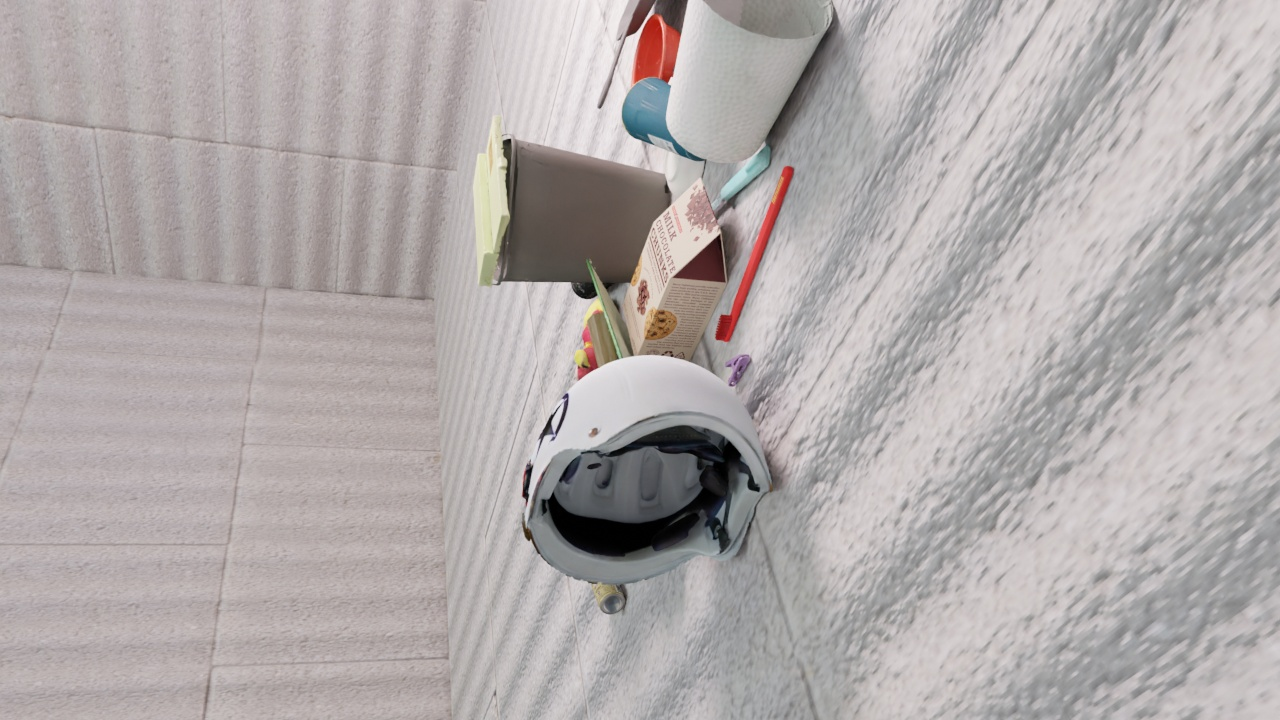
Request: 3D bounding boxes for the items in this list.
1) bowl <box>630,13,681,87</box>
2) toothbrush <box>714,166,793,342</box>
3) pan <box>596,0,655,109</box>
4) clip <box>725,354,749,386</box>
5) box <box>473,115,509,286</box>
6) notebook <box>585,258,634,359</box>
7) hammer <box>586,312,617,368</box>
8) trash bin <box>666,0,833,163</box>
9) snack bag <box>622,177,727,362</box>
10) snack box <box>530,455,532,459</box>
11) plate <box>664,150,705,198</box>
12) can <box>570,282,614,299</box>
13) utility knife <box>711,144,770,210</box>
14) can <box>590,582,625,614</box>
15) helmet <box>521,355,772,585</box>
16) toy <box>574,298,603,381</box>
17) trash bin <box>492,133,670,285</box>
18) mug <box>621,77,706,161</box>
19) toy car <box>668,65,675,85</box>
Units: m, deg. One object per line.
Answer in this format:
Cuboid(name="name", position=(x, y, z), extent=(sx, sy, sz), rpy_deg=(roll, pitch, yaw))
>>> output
Cuboid(name="bowl", position=(0.029, -0.387, 1.215), extent=(0.131, 0.045, 0.130), rpy_deg=(-176, 91, -71))
Cuboid(name="toothbrush", position=(0.114, -0.106, 0.954), extent=(0.012, 0.018, 0.213), rpy_deg=(-109, 30, -49))
Cuboid(name="pan", position=(0.001, -0.468, 1.218), extent=(0.217, 0.024, 0.353), rpy_deg=(-42, 29, 62))
Cuboid(name="clip", position=(0.101, 0.004, 0.980), extent=(0.046, 0.014, 0.050), rpy_deg=(-107, 25, -52))
Cuboid(name="box", position=(-0.194, -0.207, 1.186), extent=(0.138, 0.024, 0.186), rpy_deg=(122, 147, -49))
Cuboid(name="notebook", position=(-0.007, 0.007, 1.131), extent=(0.182, 0.010, 0.252), rpy_deg=(59, -173, -40))
Cuboid(name="hammer", position=(-0.023, 0.096, 1.172), extent=(0.117, 0.051, 0.322), rpy_deg=(141, 119, -65))
Cuboid(name="trash bin", position=(0.094, -0.287, 0.893), extent=(0.162, 0.133, 0.133), rpy_deg=(111, 155, -53))
Cuboid(name="snack bag", position=(0.047, -0.101, 1.069), extent=(0.207, 0.069, 0.094), rpy_deg=(113, 153, -44))
Cuboid(name="snack box", position=(-0.071, 0.105, 1.261), extent=(0.174, 0.053, 0.075), rpy_deg=(-45, 24, -1))
Cuboid(name="plate", position=(0.051, -0.253, 1.155), extent=(0.104, 0.026, 0.104), rpy_deg=(-176, 90, -71))
Cuboid(name="can", position=(-0.068, -0.133, 1.432), extent=(0.138, 0.054, 0.054), rpy_deg=(156, 117, -69))
Cuboid(name="utility knife", position=(0.098, -0.190, 1.021), extent=(0.178, 0.015, 0.022), rpy_deg=(146, 127, -64))
Cuboid(name="can", position=(-0.050, 0.324, 1.315), extent=(0.079, 0.038, 0.038), rpy_deg=(-123, 41, -61))
Cuboid(name="helmet", position=(-0.004, 0.103, 0.938), extent=(0.163, 0.236, 0.265), rpy_deg=(-99, 28, -46))
Cuboid(name="toy", position=(-0.063, -0.035, 1.406), extent=(0.106, 0.067, 0.137), rpy_deg=(132, 151, -57))
Cuboid(name="trash bin", position=(-0.092, -0.195, 1.260), extent=(0.197, 0.220, 0.197), rpy_deg=(-151, 66, -69))
Cuboid(name="mug", position=(0.041, -0.282, 1.089), extent=(0.121, 0.078, 0.078), rpy_deg=(41, 127, 45))
Cuboid(name="toy car", position=(0.049, -0.329, 1.165), extent=(0.039, 0.039, 0.113), rpy_deg=(62, 149, 20))
